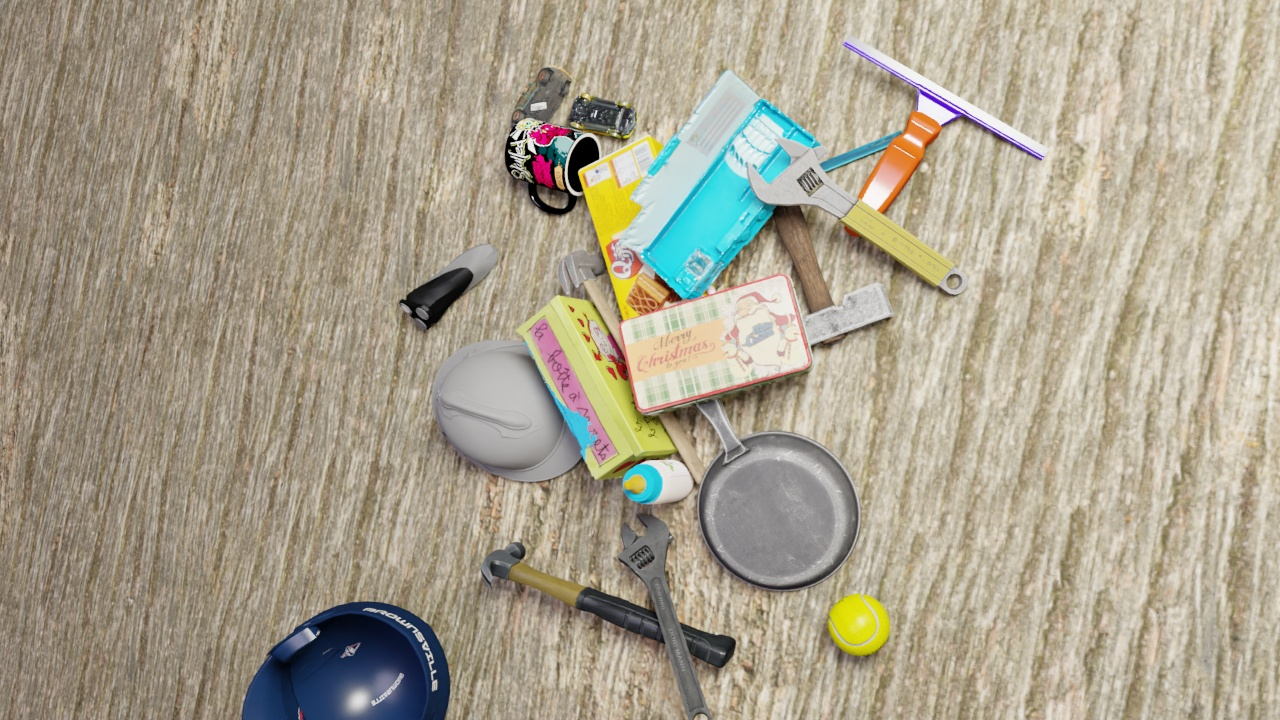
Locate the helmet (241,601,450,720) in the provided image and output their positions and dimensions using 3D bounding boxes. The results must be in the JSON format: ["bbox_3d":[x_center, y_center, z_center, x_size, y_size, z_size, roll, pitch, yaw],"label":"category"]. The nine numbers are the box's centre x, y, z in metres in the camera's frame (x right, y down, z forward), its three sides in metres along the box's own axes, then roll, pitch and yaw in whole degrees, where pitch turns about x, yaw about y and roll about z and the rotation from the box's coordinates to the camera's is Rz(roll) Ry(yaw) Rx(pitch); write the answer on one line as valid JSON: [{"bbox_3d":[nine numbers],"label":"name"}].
[{"bbox_3d":[-0.376,0.442,1.186,0.271,0.223,0.232,-43,82,-15],"label":"helmet"}]

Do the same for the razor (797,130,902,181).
[{"bbox_3d":[0.235,-0.234,1.067,0.144,0.022,0.042,-19,86,19],"label":"razor"}]

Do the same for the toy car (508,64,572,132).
[{"bbox_3d":[-0.142,-0.353,1.244,0.112,0.047,0.047,-52,48,17],"label":"toy car"}]

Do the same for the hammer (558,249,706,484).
[{"bbox_3d":[-0.007,0.007,1.131,0.031,0.119,0.331,-32,82,22],"label":"hammer"}]

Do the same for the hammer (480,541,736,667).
[{"bbox_3d":[-0.047,0.298,1.117,0.333,0.117,0.025,16,100,21],"label":"hammer"}]

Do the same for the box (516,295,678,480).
[{"bbox_3d":[-0.048,0.035,1.126,0.081,0.124,0.221,-38,69,20],"label":"box"}]

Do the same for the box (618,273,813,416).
[{"bbox_3d":[0.084,-0.015,1.032,0.206,0.049,0.117,-15,76,13],"label":"box"}]

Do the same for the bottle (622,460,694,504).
[{"bbox_3d":[0.015,0.142,1.070,0.051,0.146,0.051,-2,84,25],"label":"bottle"}]

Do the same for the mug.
[{"bbox_3d":[-0.116,-0.252,1.212,0.098,0.081,0.118,20,122,26],"label":"mug"}]

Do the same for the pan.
[{"bbox_3d":[0.111,0.103,1.056,0.187,0.055,0.357,-34,86,16],"label":"pan"}]

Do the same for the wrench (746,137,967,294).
[{"bbox_3d":[0.237,-0.149,0.989,0.273,0.018,0.084,34,99,-6],"label":"wrench"}]

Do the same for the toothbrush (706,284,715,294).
[{"bbox_3d":[0.099,-0.046,1.070,0.022,0.015,0.154,-21,81,-13],"label":"toothbrush"}]

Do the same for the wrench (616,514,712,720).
[{"bbox_3d":[0.031,0.295,1.062,0.073,0.018,0.272,-18,52,-3],"label":"wrench"}]

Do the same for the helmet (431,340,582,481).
[{"bbox_3d":[-0.201,0.060,1.197,0.271,0.117,0.183,16,92,28],"label":"helmet"}]

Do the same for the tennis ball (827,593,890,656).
[{"bbox_3d":[0.237,0.287,0.995,0.065,0.065,0.065,-2,84,25],"label":"tennis ball"}]

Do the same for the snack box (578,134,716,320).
[{"bbox_3d":[0.009,-0.151,1.145,0.110,0.061,0.230,-22,76,22],"label":"snack box"}]

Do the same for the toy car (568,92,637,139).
[{"bbox_3d":[-0.048,-0.319,1.205,0.107,0.030,0.049,21,93,28],"label":"toy car"}]

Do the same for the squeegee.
[{"bbox_3d":[0.284,-0.216,1.014,0.249,0.055,0.185,34,90,10],"label":"squeegee"}]

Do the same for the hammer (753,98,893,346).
[{"bbox_3d":[0.140,-0.149,1.076,0.218,0.037,0.300,-21,84,23],"label":"hammer"}]

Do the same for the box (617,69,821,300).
[{"bbox_3d":[0.076,-0.188,1.007,0.227,0.121,0.098,-51,59,14],"label":"box"}]

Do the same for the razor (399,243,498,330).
[{"bbox_3d":[-0.262,-0.108,1.279,0.156,0.060,0.057,-41,112,0],"label":"razor"}]
